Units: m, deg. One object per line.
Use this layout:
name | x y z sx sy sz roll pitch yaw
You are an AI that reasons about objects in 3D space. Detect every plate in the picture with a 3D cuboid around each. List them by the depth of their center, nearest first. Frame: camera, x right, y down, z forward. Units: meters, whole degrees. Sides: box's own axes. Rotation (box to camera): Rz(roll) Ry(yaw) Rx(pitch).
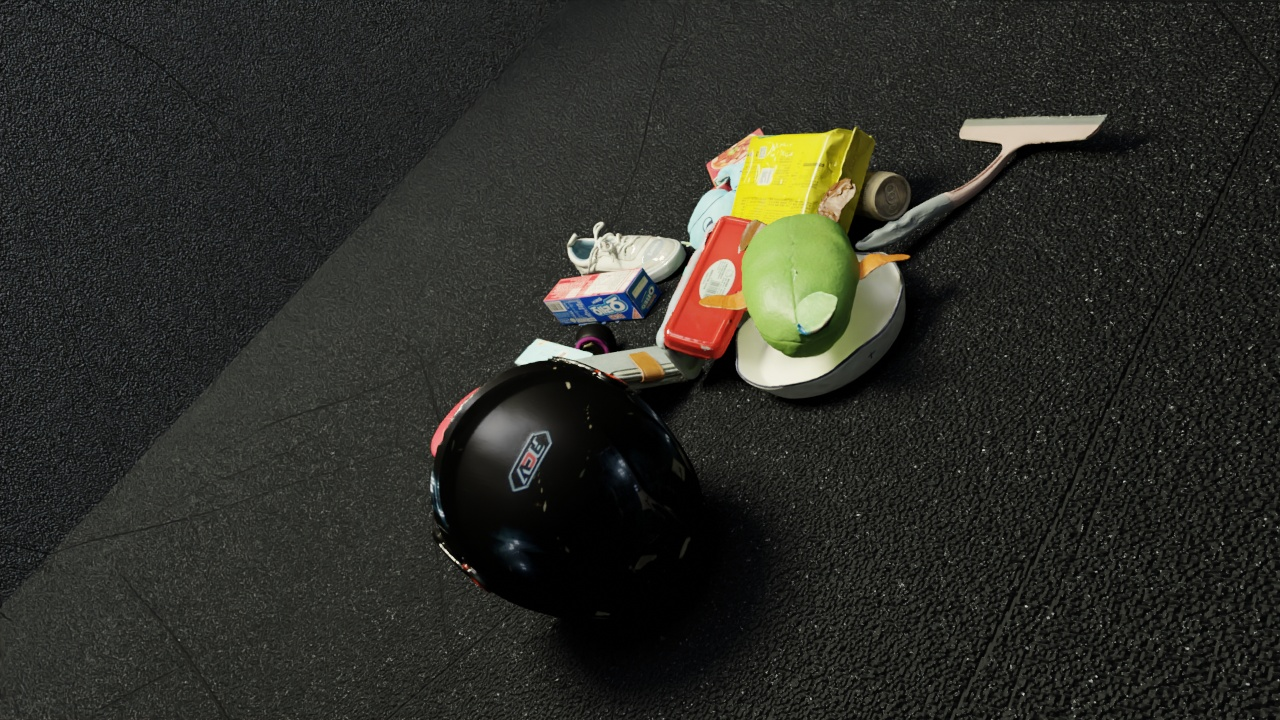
plate | 0.199 -0.036 1.006 0.205 0.045 0.204 -30 30 20

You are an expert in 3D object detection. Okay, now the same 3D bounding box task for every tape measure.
tape measure | -0.065 -0.022 1.296 0.057 0.058 0.039 -24 33 23

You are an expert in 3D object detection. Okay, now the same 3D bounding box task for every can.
can | 0.277 -0.209 1.141 0.058 0.058 0.116 -44 28 -7

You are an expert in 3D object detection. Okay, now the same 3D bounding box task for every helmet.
helmet | -0.066 0.126 0.871 0.230 0.275 0.233 26 78 31

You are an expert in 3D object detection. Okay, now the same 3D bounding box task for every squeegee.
squeegee | 0.350 -0.189 1.039 0.249 0.040 0.247 -36 20 -3

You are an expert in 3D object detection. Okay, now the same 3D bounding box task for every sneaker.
sneaker | -0.029 -0.173 1.434 0.243 0.091 0.089 3 51 51

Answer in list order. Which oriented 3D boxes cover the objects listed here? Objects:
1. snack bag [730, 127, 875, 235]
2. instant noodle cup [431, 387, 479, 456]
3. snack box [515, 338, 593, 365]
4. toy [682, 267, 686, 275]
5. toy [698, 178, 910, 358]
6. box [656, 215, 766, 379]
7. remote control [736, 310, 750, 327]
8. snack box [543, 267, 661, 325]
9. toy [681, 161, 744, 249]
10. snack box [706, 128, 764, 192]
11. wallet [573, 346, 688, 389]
snack bag | 0.189 -0.217 1.172 0.247 0.068 0.158 23 98 64
instant noodle cup | -0.228 0.100 1.301 0.194 0.066 0.193 -33 27 19
snack box | -0.099 0.021 1.257 0.051 0.074 0.175 -49 29 -17
toy | 0.088 -0.114 1.272 0.092 0.030 0.096 -9 47 48
toy | 0.170 -0.093 0.980 0.227 0.090 0.246 -16 39 21
box | 0.092 -0.074 1.116 0.095 0.099 0.201 16 61 19
remote control | 0.121 -0.068 1.172 0.055 0.020 0.136 -51 30 -15
snack box | -0.061 -0.095 1.397 0.208 0.057 0.058 -2 44 50
toy | 0.124 -0.220 1.334 0.156 0.050 0.161 -31 47 20
snack box | 0.153 -0.293 1.429 0.127 0.044 0.113 -33 29 14
wallet | -0.007 0.007 1.136 0.129 0.037 0.107 -9 17 -25
